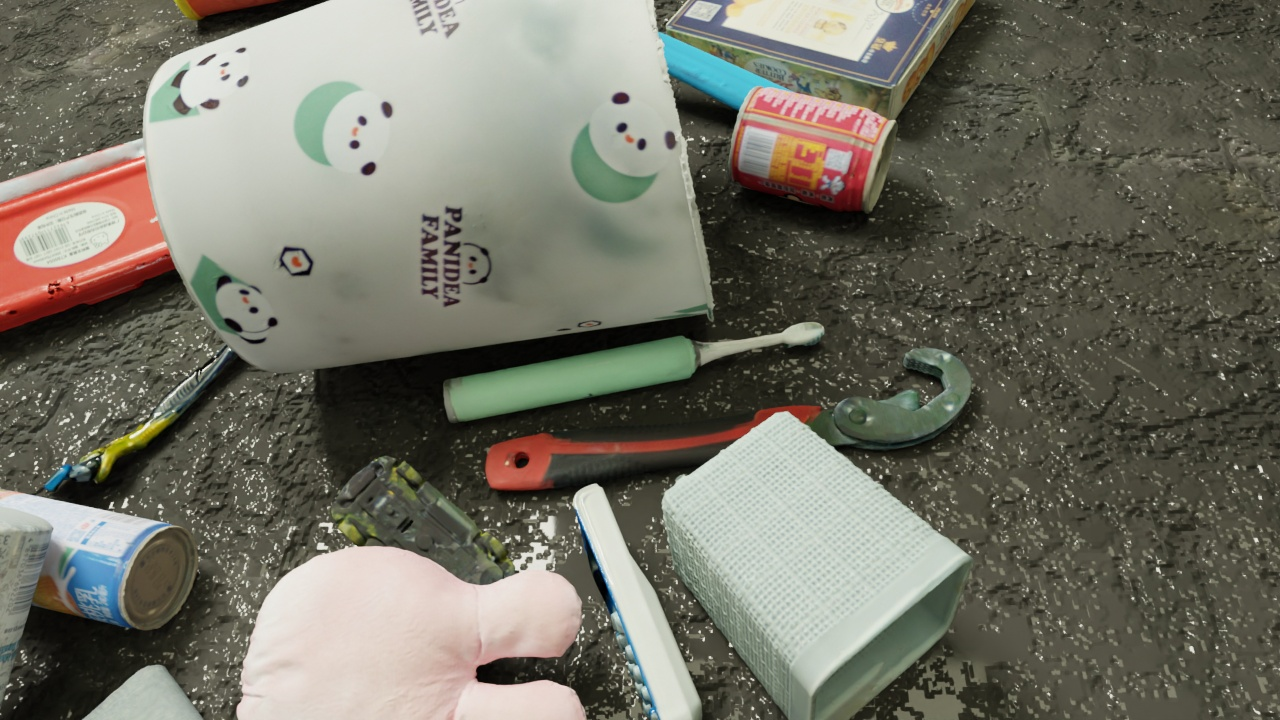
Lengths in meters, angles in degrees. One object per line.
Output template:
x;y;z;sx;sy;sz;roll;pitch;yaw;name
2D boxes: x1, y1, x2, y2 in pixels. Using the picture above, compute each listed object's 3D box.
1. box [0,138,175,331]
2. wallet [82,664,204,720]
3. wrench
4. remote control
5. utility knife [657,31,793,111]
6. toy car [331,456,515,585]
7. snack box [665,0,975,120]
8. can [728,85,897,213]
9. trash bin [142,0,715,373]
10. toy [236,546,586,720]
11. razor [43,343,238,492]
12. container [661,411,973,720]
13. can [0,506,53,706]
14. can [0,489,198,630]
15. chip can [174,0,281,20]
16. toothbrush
-0.376;-0.092;0.634;0.201;0.100;0.110;-24;91;-13;box
-0.223;0.212;0.397;0.130;0.037;0.106;35;64;27;wallet
0.050;0.039;0.506;0.273;0.016;0.056;-11;54;-2;wrench
-0.003;0.121;0.433;0.024;0.049;0.124;-19;55;-11;remote control
0.025;-0.216;0.654;0.234;0.018;0.034;27;64;4;utility knife
-0.111;0.095;0.474;0.105;0.032;0.048;37;70;14;toy car
0.141;-0.266;0.700;0.182;0.046;0.177;24;60;22;snack box
0.112;-0.136;0.595;0.094;0.067;0.066;18;58;18;can
-0.104;-0.108;0.513;0.252;0.230;0.229;-12;54;4;trash bin
-0.103;0.145;0.415;0.159;0.054;0.121;-3;76;5;toy
-0.285;0.031;0.546;0.142;0.022;0.043;-48;19;-29;razor
0.074;0.095;0.421;0.090;0.090;0.111;-33;54;-17;container
-0.317;0.139;0.413;0.058;0.058;0.146;11;82;13;can
-0.305;0.100;0.476;0.135;0.053;0.053;8;55;12;can
-0.293;-0.352;0.793;0.216;0.073;0.073;-13;54;-4;chip can
-0.003;0.003;0.532;0.224;0.027;0.026;-11;67;-2;toothbrush
